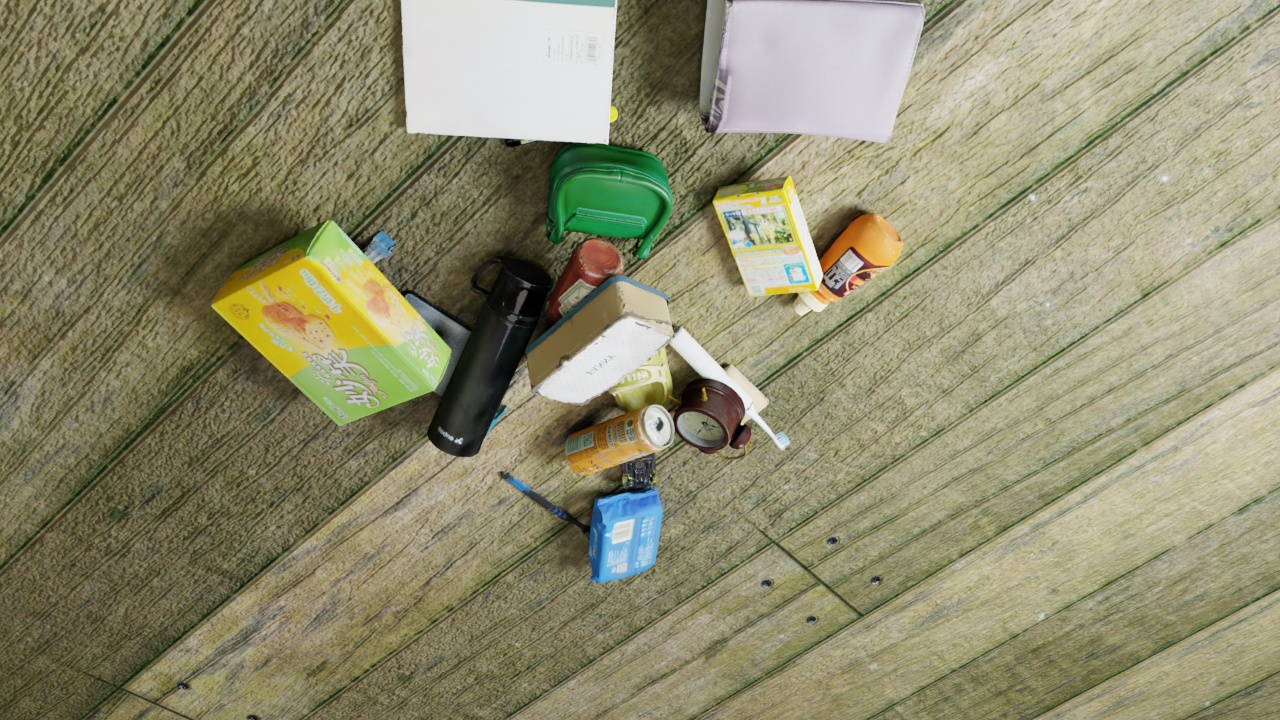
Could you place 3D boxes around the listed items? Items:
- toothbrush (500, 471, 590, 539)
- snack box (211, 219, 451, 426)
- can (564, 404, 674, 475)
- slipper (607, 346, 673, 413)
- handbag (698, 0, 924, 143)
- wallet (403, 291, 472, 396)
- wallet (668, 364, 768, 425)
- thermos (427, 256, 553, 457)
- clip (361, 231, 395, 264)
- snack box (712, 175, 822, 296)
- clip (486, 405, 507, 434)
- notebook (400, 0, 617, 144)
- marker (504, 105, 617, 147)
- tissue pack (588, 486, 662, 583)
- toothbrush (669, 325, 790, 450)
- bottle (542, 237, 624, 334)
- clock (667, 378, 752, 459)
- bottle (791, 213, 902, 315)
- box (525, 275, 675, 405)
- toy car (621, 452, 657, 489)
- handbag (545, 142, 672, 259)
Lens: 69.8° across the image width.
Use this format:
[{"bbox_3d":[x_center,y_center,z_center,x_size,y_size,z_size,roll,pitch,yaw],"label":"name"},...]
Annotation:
[{"bbox_3d":[-0.122,0.206,1.273,0.014,0.016,0.189,-43,118,12],"label":"toothbrush"},{"bbox_3d":[-0.338,-0.035,1.020,0.158,0.069,0.210,-20,125,26],"label":"snack box"},{"bbox_3d":[-0.028,0.101,1.155,0.146,0.058,0.058,-23,128,39],"label":"can"},{"bbox_3d":[-0.007,0.007,1.113,0.091,0.081,0.191,-19,127,2],"label":"slipper"},{"bbox_3d":[0.163,-0.297,0.914,0.197,0.098,0.145,0,123,-9],"label":"handbag"},{"bbox_3d":[-0.254,-0.019,1.101,0.121,0.019,0.097,34,111,-25],"label":"wallet"},{"bbox_3d":[0.102,0.065,1.203,0.115,0.024,0.087,-40,115,17],"label":"wallet"},{"bbox_3d":[-0.185,-0.007,1.076,0.090,0.068,0.243,32,113,12],"label":"thermos"},{"bbox_3d":[-0.302,-0.118,1.025,0.058,0.044,0.027,-30,126,24],"label":"clip"},{"bbox_3d":[0.146,-0.138,1.041,0.087,0.033,0.140,-4,132,31],"label":"snack box"},{"bbox_3d":[-0.194,0.074,1.174,0.039,0.013,0.056,25,116,-21],"label":"clip"},{"bbox_3d":[-0.132,-0.294,0.918,0.209,0.012,0.151,3,123,-4],"label":"notebook"},{"bbox_3d":[-0.084,-0.247,0.968,0.124,0.015,0.018,-14,121,6],"label":"marker"},{"bbox_3d":[-0.024,0.243,1.280,0.094,0.052,0.157,-9,126,-22],"label":"tissue pack"},{"bbox_3d":[0.114,0.039,1.157,0.026,0.026,0.221,-40,109,15],"label":"toothbrush"},{"bbox_3d":[-0.080,-0.054,1.048,0.059,0.059,0.207,15,141,-17],"label":"bottle"},{"bbox_3d":[0.091,0.078,1.146,0.082,0.055,0.122,-15,121,40],"label":"clock"},{"bbox_3d":[0.236,-0.106,1.082,0.066,0.066,0.150,31,122,-25],"label":"bottle"},{"bbox_3d":[-0.043,-0.021,1.003,0.089,0.059,0.185,21,134,-42],"label":"box"},{"bbox_3d":[-0.003,0.128,1.225,0.049,0.031,0.106,-6,127,-4],"label":"toy car"},{"bbox_3d":[-0.035,-0.168,0.993,0.131,0.067,0.120,5,132,-12],"label":"handbag"}]
